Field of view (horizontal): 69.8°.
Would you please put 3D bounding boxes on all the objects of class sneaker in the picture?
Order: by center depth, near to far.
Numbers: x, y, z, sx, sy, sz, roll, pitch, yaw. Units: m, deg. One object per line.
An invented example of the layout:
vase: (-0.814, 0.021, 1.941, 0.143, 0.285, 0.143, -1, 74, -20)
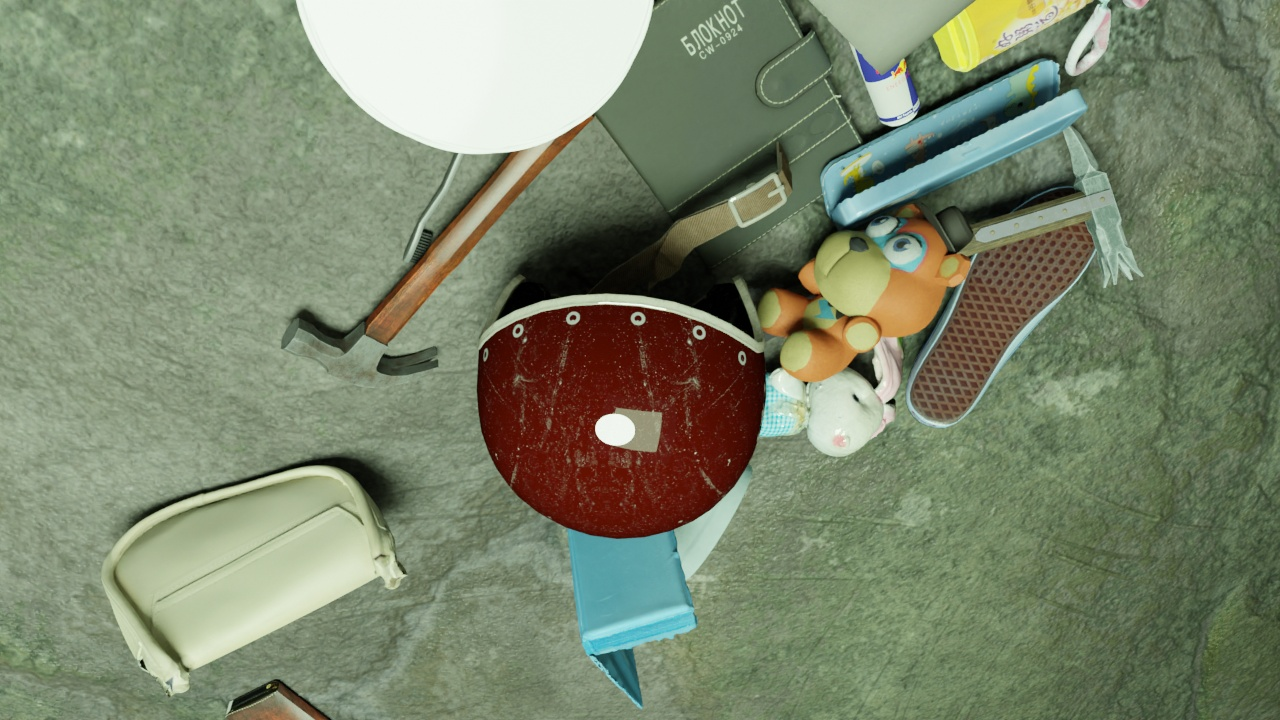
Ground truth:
sneaker: (0.316, -0.047, 0.827, 0.083, 0.098, 0.241, 35, 96, 11)

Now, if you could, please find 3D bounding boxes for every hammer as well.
hammer: (-0.145, -0.089, 0.712, 0.111, 0.028, 0.301, 31, 114, -36)
hammer: (0.235, -0.093, 0.771, 0.317, 0.028, 0.147, -17, 86, 6)

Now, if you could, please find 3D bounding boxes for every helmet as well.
helmet: (-0.004, 0.005, 0.705, 0.233, 0.252, 0.234, 1, 137, 6)

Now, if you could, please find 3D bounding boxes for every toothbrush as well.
toothbrush: (-0.146, -0.144, 0.701, 0.013, 0.012, 0.168, 16, 118, -29)

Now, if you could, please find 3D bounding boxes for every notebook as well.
notebook: (0.067, -0.189, 0.704, 0.170, 0.029, 0.209, -33, 125, 13)

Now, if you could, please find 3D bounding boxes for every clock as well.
clock: (0.049, 0.148, 0.860, 0.045, 0.122, 0.160, 32, 133, 1)

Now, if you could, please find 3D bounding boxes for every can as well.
can: (0.267, -0.264, 0.668, 0.105, 0.067, 0.068, -28, 123, 7)
can: (0.184, -0.225, 0.698, 0.032, 0.032, 0.095, -29, 122, 8)

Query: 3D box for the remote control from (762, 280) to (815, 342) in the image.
remote control: (0.120, -0.040, 0.817, 0.124, 0.009, 0.046, -25, 123, 5)

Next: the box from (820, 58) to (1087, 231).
box: (0.241, -0.174, 0.732, 0.210, 0.069, 0.064, -24, 82, 1)

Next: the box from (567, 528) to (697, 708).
box: (-0.009, 0.173, 0.796, 0.094, 0.231, 0.110, -17, 125, 0)

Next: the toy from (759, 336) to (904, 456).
toy: (0.150, 0.038, 0.818, 0.205, 0.105, 0.131, -4, 120, -10)

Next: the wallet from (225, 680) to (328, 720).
wallet: (-0.381, 0.398, 0.994, 0.072, 0.019, 0.123, -27, 123, 7)

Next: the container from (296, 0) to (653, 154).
container: (-0.099, -0.241, 0.539, 0.189, 0.186, 0.190, -6, 124, -9)

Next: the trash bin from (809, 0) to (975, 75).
trash bin: (0.168, -0.319, 0.550, 0.197, 0.197, 0.221, 33, 117, -28)

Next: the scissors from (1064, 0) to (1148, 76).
scissors: (0.328, -0.247, 0.660, 0.178, 0.016, 0.108, -20, 149, -52)

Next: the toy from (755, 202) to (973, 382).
toy: (0.178, -0.056, 0.715, 0.176, 0.112, 0.096, -29, 129, 4)

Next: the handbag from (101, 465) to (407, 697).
handbag: (-0.320, 0.195, 0.794, 0.229, 0.184, 0.132, -28, 127, -12)
